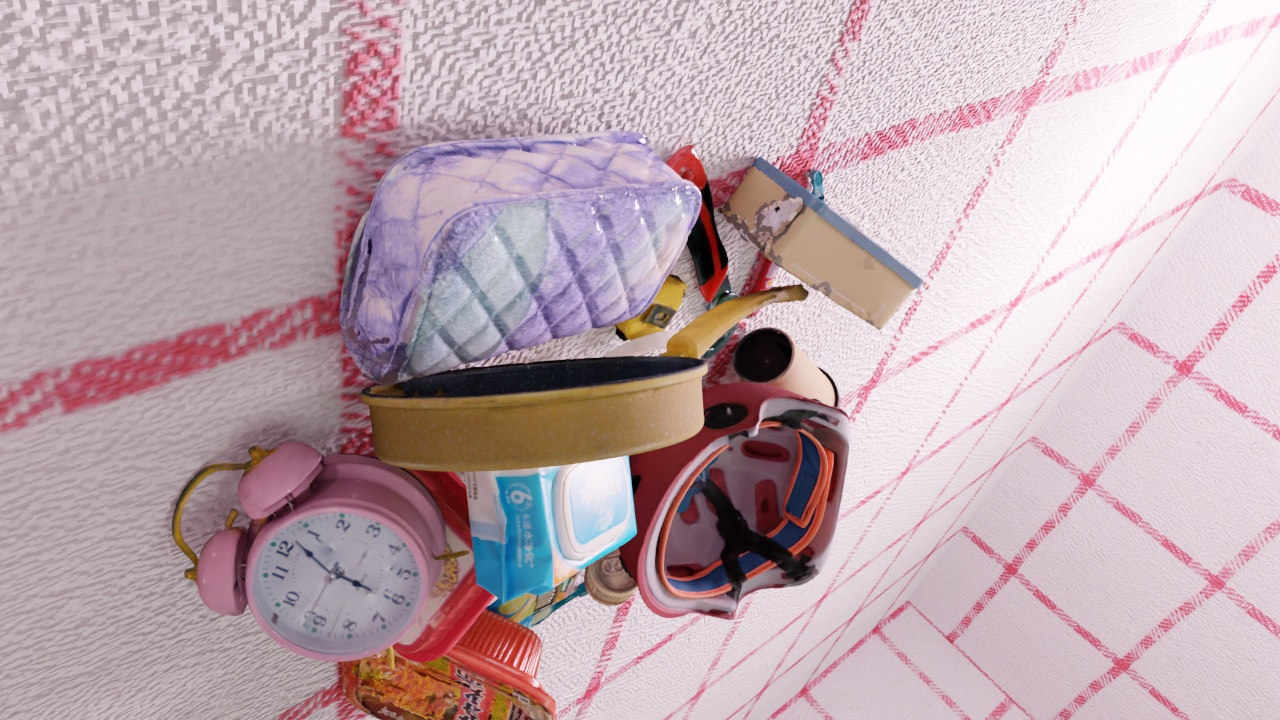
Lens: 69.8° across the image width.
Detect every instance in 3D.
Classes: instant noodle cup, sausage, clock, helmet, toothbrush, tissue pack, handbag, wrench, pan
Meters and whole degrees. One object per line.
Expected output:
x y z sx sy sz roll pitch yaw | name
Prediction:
-0.137 0.135 0.657 0.117 0.116 0.124 -50 164 8 | instant noodle cup
0.116 -0.095 0.788 0.020 0.020 0.156 -22 144 -39 | sausage
-0.192 0.111 0.540 0.158 0.059 0.117 30 101 -16 | clock
-0.154 0.261 0.758 0.078 0.189 0.165 -63 173 -46 | instant noodle cup
0.064 0.115 0.829 0.239 0.144 0.207 -15 120 -29 | helmet
-0.117 0.279 0.976 0.191 0.016 0.018 -24 156 -37 | toothbrush
-0.054 0.089 0.585 0.139 0.063 0.090 -14 99 -61 | tissue pack
-0.064 -0.061 0.522 0.193 0.075 0.134 -15 145 -43 | handbag
0.051 -0.077 0.726 0.056 0.016 0.274 -41 153 -11 | wrench
-0.003 -0.001 0.587 0.356 0.198 0.078 -9 97 -43 | pan

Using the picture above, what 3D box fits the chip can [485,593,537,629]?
-0.128 0.218 0.814 0.071 0.071 0.211 -26 146 -34 | chip can

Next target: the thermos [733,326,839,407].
0.143 0.025 0.923 0.093 0.093 0.143 -46 145 -1 | thermos

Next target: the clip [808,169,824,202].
0.144 -0.135 0.771 0.013 0.033 0.054 -29 135 -34 | clip

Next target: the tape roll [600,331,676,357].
-0.004 0.004 0.728 0.085 0.014 0.086 -23 163 -8 | tape roll

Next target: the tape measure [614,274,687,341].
0.008 -0.039 0.702 0.057 0.029 0.060 1 127 -54 | tape measure

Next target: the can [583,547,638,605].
-0.026 0.217 0.938 0.058 0.058 0.116 -37 168 -17 | can

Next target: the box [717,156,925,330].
0.148 -0.087 0.724 0.184 0.089 0.060 20 112 -43 | box

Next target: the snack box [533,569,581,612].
-0.080 0.184 0.885 0.075 0.026 0.154 -15 140 -45 | snack box
